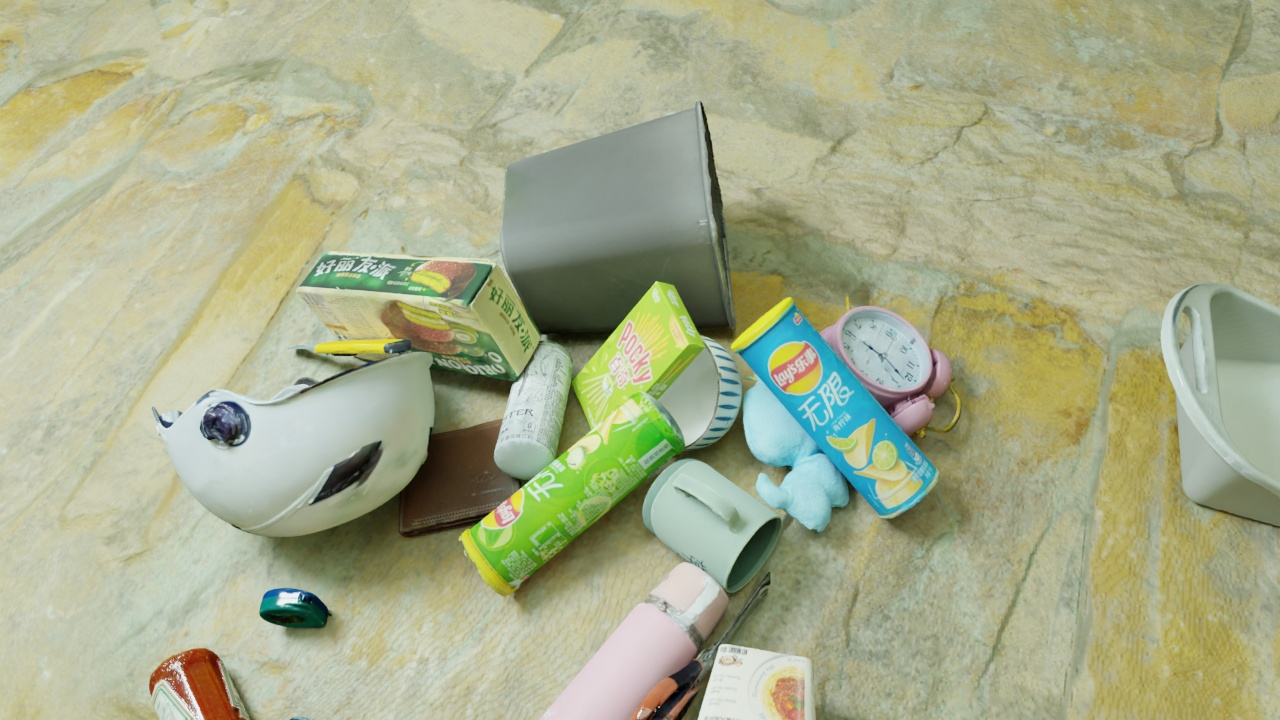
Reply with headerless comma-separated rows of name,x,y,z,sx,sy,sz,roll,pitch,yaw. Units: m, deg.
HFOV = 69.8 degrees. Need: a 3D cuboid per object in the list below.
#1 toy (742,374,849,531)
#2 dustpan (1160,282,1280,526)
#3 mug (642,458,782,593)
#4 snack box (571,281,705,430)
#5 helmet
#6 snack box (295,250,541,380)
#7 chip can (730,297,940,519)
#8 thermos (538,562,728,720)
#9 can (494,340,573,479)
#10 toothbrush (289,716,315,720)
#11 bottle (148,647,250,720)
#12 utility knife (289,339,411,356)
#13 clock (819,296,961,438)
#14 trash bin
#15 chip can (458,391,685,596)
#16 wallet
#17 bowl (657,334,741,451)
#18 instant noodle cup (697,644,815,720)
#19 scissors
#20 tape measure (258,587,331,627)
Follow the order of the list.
toy,0.145,0.077,0.875,0.156,0.050,0.161,50,45,9
dustpan,0.578,0.038,0.809,0.258,0.143,0.222,8,57,14
mug,0.059,0.138,0.817,0.106,0.112,0.082,35,71,28
snack box,-0.005,0.005,0.906,0.026,0.157,0.085,10,43,-41
helmet,-0.299,0.084,0.847,0.259,0.228,0.146,-12,92,24
snack box,-0.230,-0.048,0.944,0.240,0.114,0.063,6,53,30
chip can,0.176,0.044,0.835,0.071,0.071,0.210,-41,92,-20
thermos,-0.004,0.257,0.760,0.067,0.087,0.198,44,69,3
can,-0.104,0.047,0.915,0.058,0.058,0.146,0,43,6
toothbrush,-0.216,0.335,0.772,0.188,0.017,0.016,14,59,17
bottle,-0.345,0.335,0.763,0.059,0.060,0.206,-34,61,-16
utility knife,-0.312,-0.013,0.971,0.219,0.015,0.033,0,10,40
clock,0.242,0.014,0.897,0.158,0.060,0.117,37,52,6
trash bin,-0.019,-0.136,0.977,0.220,0.199,0.198,-8,53,9
chip can,-0.059,0.119,0.843,0.221,0.072,0.072,-39,59,-4
wallet,-0.180,0.117,0.911,0.124,0.032,0.101,-12,58,-1
bowl,0.056,0.032,0.906,0.066,0.117,0.116,7,42,-42
instant noodle cup,0.089,0.299,0.711,0.116,0.117,0.124,7,44,11
scissors,0.043,0.258,0.750,0.015,0.213,0.197,30,99,26
tape measure,-0.317,0.227,0.834,0.054,0.058,0.025,-2,55,3
